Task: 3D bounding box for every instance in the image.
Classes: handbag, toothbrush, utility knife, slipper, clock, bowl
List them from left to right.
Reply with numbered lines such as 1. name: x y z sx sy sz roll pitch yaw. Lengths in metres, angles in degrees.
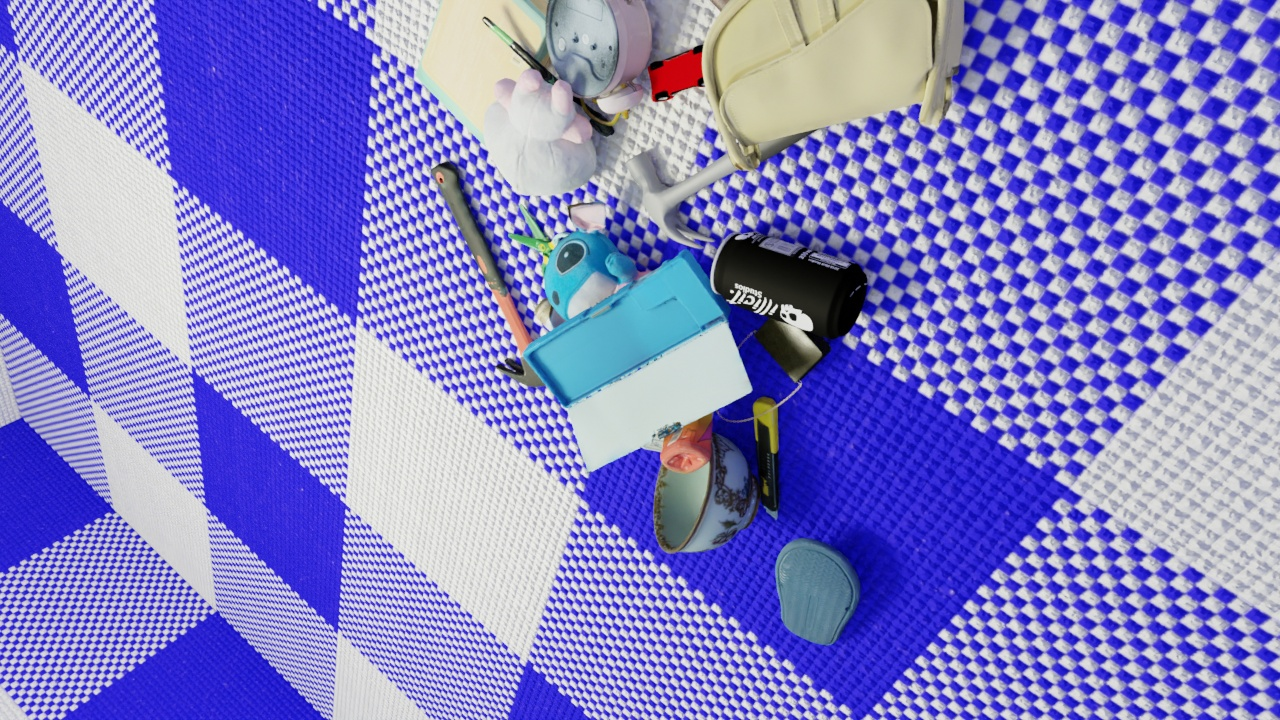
1. toothbrush: -0.102 -0.314 1.020 0.188 0.017 0.014 39 135 -14
2. clock: -0.043 -0.323 0.963 0.117 0.058 0.158 35 135 36
3. bowl: 0.090 0.165 1.132 0.094 0.159 0.160 15 138 -19
4. handbag: 0.140 0.015 1.052 0.084 0.027 0.179 51 134 13
5. utility knife: 0.156 0.123 1.119 0.029 0.020 0.175 14 125 36
6. slipper: 0.222 0.286 1.139 0.104 0.059 0.214 16 140 22
7. handbag: 0.159 -0.272 0.786 0.233 0.088 0.191 -9 111 29

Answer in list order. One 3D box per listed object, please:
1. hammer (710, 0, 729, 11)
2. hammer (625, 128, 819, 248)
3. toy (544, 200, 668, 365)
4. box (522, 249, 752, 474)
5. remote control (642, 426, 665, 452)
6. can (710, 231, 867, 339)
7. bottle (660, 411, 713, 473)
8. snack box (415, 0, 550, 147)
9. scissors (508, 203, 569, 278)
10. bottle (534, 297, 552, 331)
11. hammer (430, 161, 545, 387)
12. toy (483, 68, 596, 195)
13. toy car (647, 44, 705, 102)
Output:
1. hammer: 0.039 -0.407 0.875 0.330 0.033 0.120 50 127 6
2. hammer: 0.115 -0.212 0.936 0.312 0.029 0.125 -22 100 45
3. toy: -0.031 -0.088 1.090 0.191 0.098 0.225 27 131 17
4. box: 0.000 0.004 1.047 0.244 0.059 0.175 -29 89 29
5. remote control: 0.026 0.061 1.182 0.050 0.022 0.134 10 125 10
6. can: 0.153 -0.080 0.949 0.146 0.080 0.080 22 128 28
7. bottle: 0.058 0.063 1.084 0.048 0.134 0.072 25 140 -22
8. snack box: -0.180 -0.364 1.075 0.141 0.044 0.194 45 136 7
9. scissors: -0.119 -0.149 1.182 0.123 0.011 0.127 -20 104 44
10. bottle: -0.091 -0.039 1.207 0.110 0.042 0.043 41 135 13
11. hammer: -0.202 -0.115 1.263 0.133 0.033 0.333 -11 107 44
12. toy: -0.112 -0.257 1.024 0.139 0.101 0.180 27 154 1
13. toy car: 0.044 -0.295 0.944 0.090 0.025 0.038 -7 93 38
